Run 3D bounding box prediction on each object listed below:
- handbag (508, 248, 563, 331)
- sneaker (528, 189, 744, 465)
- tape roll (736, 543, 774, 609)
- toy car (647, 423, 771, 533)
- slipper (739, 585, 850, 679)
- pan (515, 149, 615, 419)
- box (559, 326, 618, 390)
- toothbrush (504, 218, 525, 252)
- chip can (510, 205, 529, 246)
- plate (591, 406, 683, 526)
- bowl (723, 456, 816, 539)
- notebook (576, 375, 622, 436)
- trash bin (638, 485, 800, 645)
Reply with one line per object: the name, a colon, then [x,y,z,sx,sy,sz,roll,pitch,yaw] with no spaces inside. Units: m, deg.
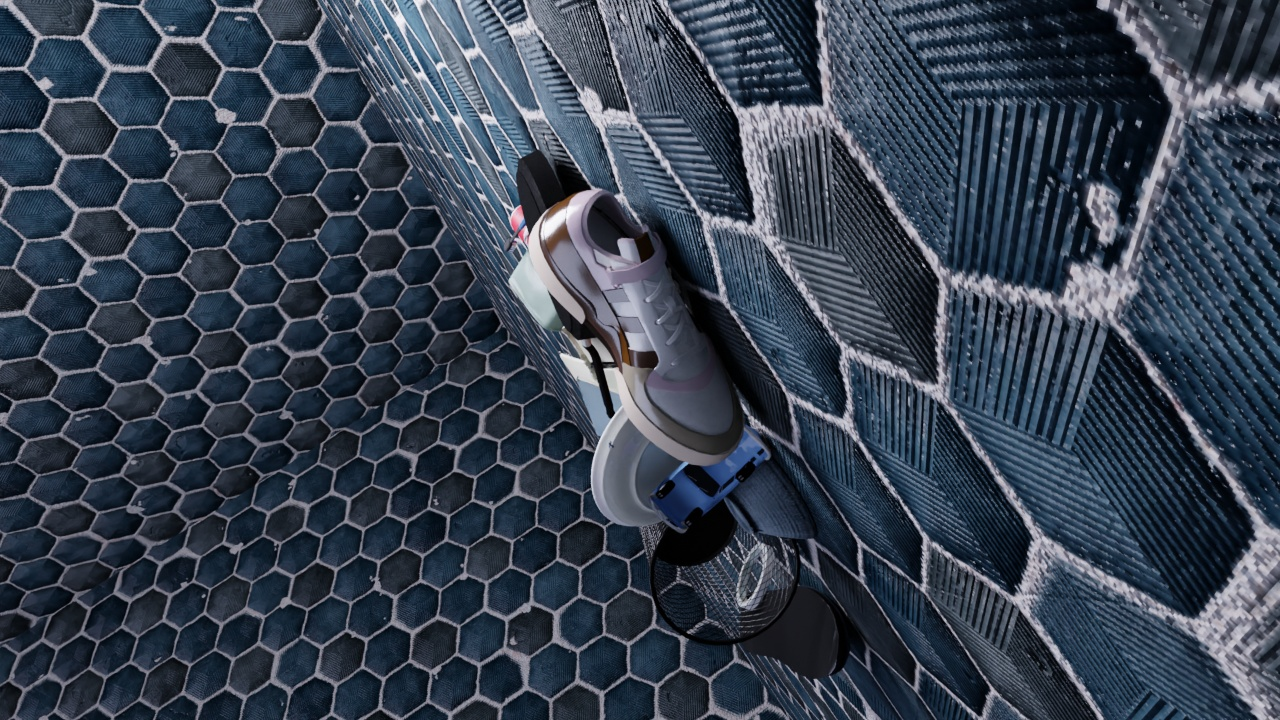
handbag: [-0.121,-0.099,1.338,0.106,0.067,0.122,-1,-135,-51]
sneaker: [0.018,-0.038,0.855,0.294,0.111,0.117,57,151,-1]
tape roll: [0.160,0.300,1.278,0.013,0.093,0.093,21,175,-9]
toy car: [0.073,0.120,0.971,0.056,0.154,0.054,44,-151,1]
slipper: [0.219,0.352,1.203,0.266,0.083,0.108,147,130,-69]
pan: [-0.084,-0.074,1.099,0.225,0.034,0.357,-126,19,-59]
box: [-0.062,-0.005,1.263,0.185,0.044,0.143,1,131,44]
toothbrush: [-0.156,-0.191,1.256,0.168,0.014,0.014,-39,50,56]
chip can: [-0.115,-0.147,1.268,0.214,0.051,0.052,49,169,41]
plate: [0.027,0.110,1.029,0.034,0.182,0.182,29,154,45]
bowl: [0.129,0.154,1.010,0.137,0.057,0.137,54,171,12]
notebook: [0.007,0.098,1.312,0.181,0.009,0.254,20,161,12]
trash bin: [0.084,0.235,1.189,0.184,0.184,0.210,59,177,-13]
